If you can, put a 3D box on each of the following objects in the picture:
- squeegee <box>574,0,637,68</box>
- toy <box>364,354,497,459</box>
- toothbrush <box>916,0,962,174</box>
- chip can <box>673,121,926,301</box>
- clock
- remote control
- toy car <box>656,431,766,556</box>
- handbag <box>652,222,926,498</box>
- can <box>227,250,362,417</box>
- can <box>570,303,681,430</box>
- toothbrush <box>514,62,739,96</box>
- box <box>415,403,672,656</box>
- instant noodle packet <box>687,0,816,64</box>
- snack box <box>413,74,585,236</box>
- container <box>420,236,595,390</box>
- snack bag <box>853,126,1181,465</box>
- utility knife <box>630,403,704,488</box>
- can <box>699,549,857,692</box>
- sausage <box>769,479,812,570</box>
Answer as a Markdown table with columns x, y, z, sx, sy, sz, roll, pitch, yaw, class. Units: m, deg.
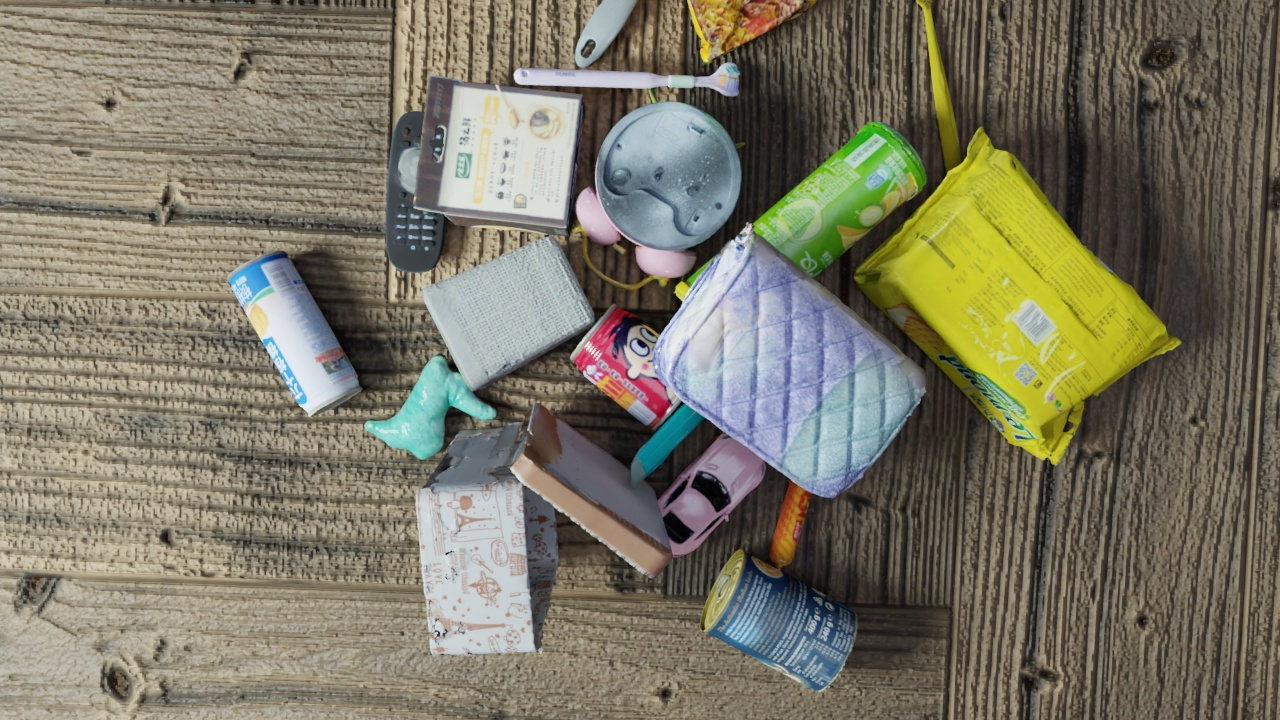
| x | y | z | sx | sy | sz | roll | pitch | yaw | class |
| --- | --- | --- | --- | --- | --- | --- | --- | --- | --- |
| 0.022 | -0.348 | 0.764 | 0.246 | 0.039 | 0.246 | 38 | 93 | -1 | squeegee |
| -0.175 | 0.043 | 0.786 | 0.096 | 0.030 | 0.092 | 27 | 94 | -6 | toy |
| 0.255 | -0.233 | 0.775 | 0.016 | 0.016 | 0.190 | -10 | 92 | 1 | toothbrush |
| 0.132 | -0.103 | 0.754 | 0.221 | 0.072 | 0.072 | -40 | 91 | 2 | chip can |
| 0.011 | -0.133 | 0.757 | 0.117 | 0.060 | 0.158 | 29 | 93 | -8 | clock |
| -0.189 | -0.142 | 0.782 | 0.053 | 0.024 | 0.136 | 4 | 91 | -2 | remote control |
| 0.055 | 0.114 | 0.782 | 0.056 | 0.037 | 0.122 | 43 | 91 | -2 | toy car |
| 0.111 | 0.006 | 0.704 | 0.194 | 0.075 | 0.134 | 37 | 94 | -20 | handbag |
| -0.290 | -0.022 | 0.773 | 0.053 | 0.053 | 0.134 | -30 | 91 | 2 | can |
| -0.005 | 0.004 | 0.763 | 0.094 | 0.066 | 0.066 | 39 | 92 | 0 | can |
| -0.009 | -0.233 | 0.758 | 0.189 | 0.021 | 0.029 | -3 | 86 | -12 | toothbrush |
| -0.062 | 0.118 | 0.711 | 0.178 | 0.182 | 0.153 | -2 | 101 | 0 | box |
| 0.076 | -0.323 | 0.739 | 0.110 | 0.044 | 0.128 | -28 | 111 | -4 | instant noodle packet |
| -0.114 | -0.168 | 0.762 | 0.125 | 0.053 | 0.113 | 7 | 86 | 2 | snack box |
| -0.103 | -0.041 | 0.753 | 0.114 | 0.090 | 0.090 | -26 | 92 | -1 | container |
| 0.305 | -0.047 | 0.751 | 0.246 | 0.068 | 0.158 | 44 | 94 | -6 | snack bag |
| 0.060 | 0.026 | 0.753 | 0.207 | 0.013 | 0.029 | -43 | 131 | -20 | utility knife |
| 0.116 | 0.217 | 0.764 | 0.111 | 0.075 | 0.075 | 28 | 92 | -1 | can |
| 0.140 | 0.102 | 0.786 | 0.021 | 0.021 | 0.165 | 16 | 92 | 0 | sausage |
